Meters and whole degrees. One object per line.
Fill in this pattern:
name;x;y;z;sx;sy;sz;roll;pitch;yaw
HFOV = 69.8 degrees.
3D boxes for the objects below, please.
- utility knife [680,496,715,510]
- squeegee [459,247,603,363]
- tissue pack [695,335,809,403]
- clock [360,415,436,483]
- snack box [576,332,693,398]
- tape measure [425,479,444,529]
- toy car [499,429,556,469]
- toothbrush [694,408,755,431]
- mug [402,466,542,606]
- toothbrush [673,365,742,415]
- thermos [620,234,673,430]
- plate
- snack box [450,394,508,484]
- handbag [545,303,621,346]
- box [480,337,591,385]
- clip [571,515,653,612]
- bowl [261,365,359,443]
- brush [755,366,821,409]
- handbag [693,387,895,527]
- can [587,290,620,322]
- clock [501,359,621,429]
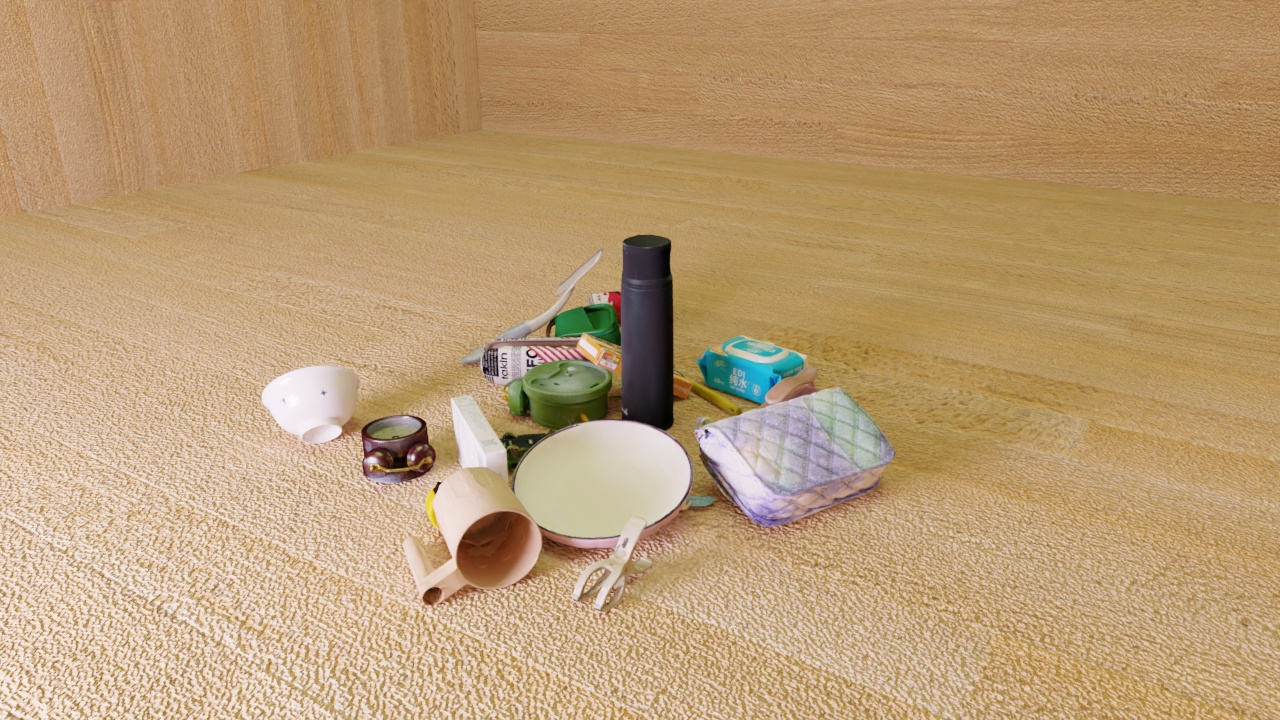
utility knife;-0.007;0.155;0.999;0.178;0.019;0.030;4;28;0
squeegee;-0.172;-0.060;1.414;0.246;0.039;0.247;-40;6;-21
tissue pack;0.158;0.010;1.279;0.140;0.063;0.089;20;30;40
clock;-0.280;0.106;1.060;0.082;0.055;0.122;-7;20;-18
snack box;-0.007;0.007;1.251;0.153;0.026;0.075;21;9;-30
tape measure;-0.194;0.148;0.953;0.057;0.060;0.029;-15;28;-19
toy car;-0.128;0.106;1.083;0.091;0.036;0.043;-6;22;-11
toothbrush;0.153;0.066;1.202;0.189;0.029;0.020;-12;67;-28
mug;-0.168;0.171;0.888;0.124;0.084;0.103;-35;30;-10
toothbrush;0.081;0.037;1.278;0.016;0.016;0.190;-6;22;-31
thermos;0.010;-0.036;1.158;0.068;0.243;0.089;0;21;0
plate;-0.039;0.135;0.975;0.192;0.039;0.192;-3;34;2
snack box;-0.178;0.106;1.020;0.026;0.085;0.157;-10;24;-20
handbag;-0.088;-0.034;1.401;0.120;0.068;0.131;-9;24;1
box;-0.145;0.000;1.315;0.163;0.075;0.077;-3;30;-2
clip;-0.023;0.198;0.858;0.034;0.060;0.096;12;37;31
bowl;-0.402;0.064;1.138;0.118;0.119;0.064;-10;63;-22
brush;0.192;0.055;1.156;0.063;0.073;0.145;12;23;30
handbag;0.172;0.104;1.013;0.193;0.076;0.134;-12;48;-29
can;-0.020;-0.092;1.547;0.132;0.053;0.053;-5;23;-11
clock;-0.110;0.042;1.215;0.161;0.056;0.115;12;25;28
